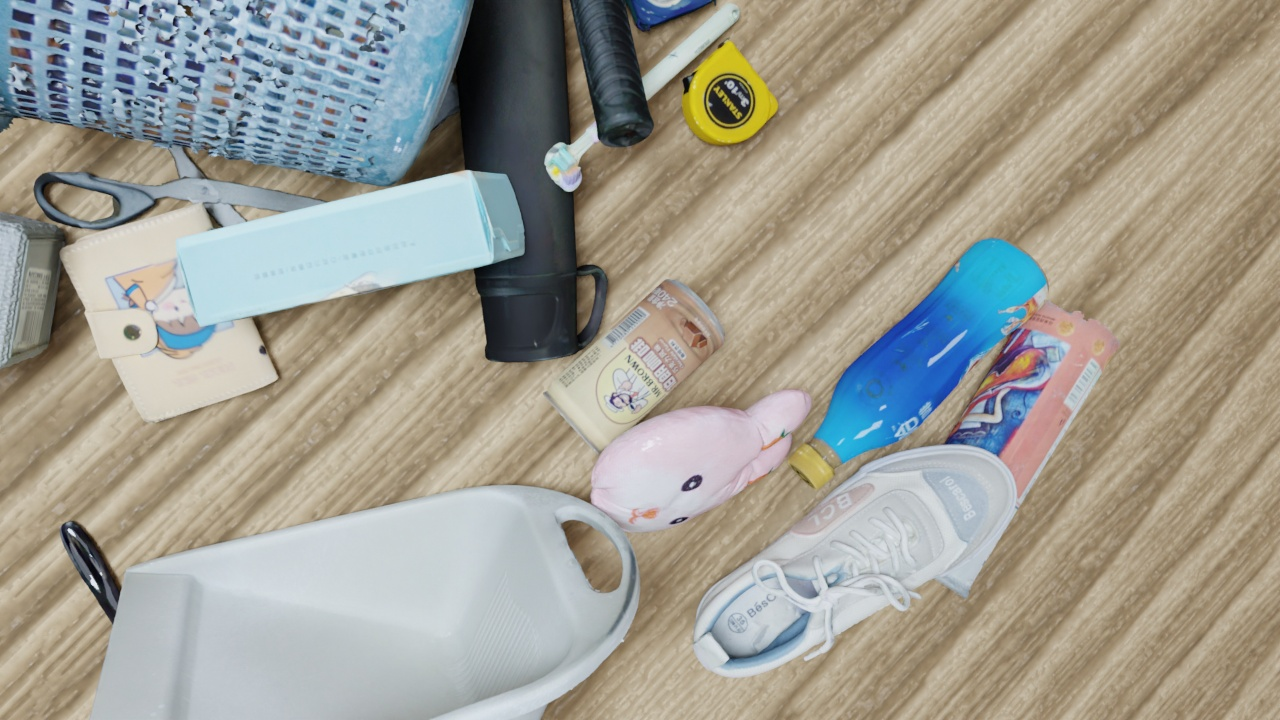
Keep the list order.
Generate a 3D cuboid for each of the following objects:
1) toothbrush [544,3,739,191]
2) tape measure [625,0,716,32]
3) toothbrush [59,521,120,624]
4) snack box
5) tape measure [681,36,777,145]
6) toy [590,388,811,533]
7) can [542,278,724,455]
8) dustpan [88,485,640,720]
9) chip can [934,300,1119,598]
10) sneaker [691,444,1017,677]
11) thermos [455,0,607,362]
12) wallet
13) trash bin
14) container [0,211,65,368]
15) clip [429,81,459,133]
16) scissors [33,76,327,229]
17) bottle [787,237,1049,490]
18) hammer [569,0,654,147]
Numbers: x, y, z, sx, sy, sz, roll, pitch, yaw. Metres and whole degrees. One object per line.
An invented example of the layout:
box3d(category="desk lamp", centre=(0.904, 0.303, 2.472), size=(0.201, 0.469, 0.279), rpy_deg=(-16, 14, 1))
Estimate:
box3d(category="toothbrush", centre=(0.007, -0.171, 0.574), size=(0.189, 0.020, 0.029), rpy_deg=(-48, 130, -26))
box3d(category="tape measure", centre=(0.015, -0.245, 0.593), size=(0.058, 0.025, 0.054), rpy_deg=(-26, 101, -14))
box3d(category="toothbrush", centre=(-0.312, 0.179, 0.573), size=(0.015, 0.018, 0.181), rpy_deg=(-26, 100, -4))
box3d(category="snack box", centre=(-0.157, -0.063, 0.512), size=(0.175, 0.074, 0.051), rpy_deg=(-11, 98, 8))
box3d(category="tape measure", centre=(0.056, -0.172, 0.610), size=(0.057, 0.029, 0.060), rpy_deg=(-45, 105, -6))
box3d(category="toy", centre=(0.041, 0.065, 0.606), size=(0.159, 0.121, 0.054), rpy_deg=(-19, 59, -19))
box3d(category="can", centre=(-0.004, 0.004, 0.603), size=(0.116, 0.058, 0.058), rpy_deg=(-43, 105, -6))
box3d(category="dustpan", centre=(-0.142, 0.137, 0.510), size=(0.257, 0.222, 0.143), rpy_deg=(16, 105, -26))
box3d(category="chip can", centre=(0.262, 0.063, 0.671), size=(0.071, 0.071, 0.214), rpy_deg=(33, 88, -16))
box3d(category="sneaker", centre=(0.135, 0.131, 0.604), size=(0.242, 0.090, 0.089), rpy_deg=(-34, 78, 9))
box3d(category="thermos", centre=(-0.068, -0.124, 0.573), size=(0.089, 0.069, 0.242), rpy_deg=(-12, 103, -41))
box3d(category="wallet", centre=(-0.280, -0.026, 0.545), size=(0.087, 0.024, 0.115), rpy_deg=(-20, 111, -12))
box3d(category="trash bin", centre=(-0.194, -0.186, 0.456), size=(0.195, 0.227, 0.226), rpy_deg=(17, 93, -25))
box3d(category="container", centre=(-0.384, -0.046, 0.488), size=(0.114, 0.090, 0.090), rpy_deg=(11, 95, -18))
box3d(category="clip", centre=(-0.134, -0.152, 0.572), size=(0.058, 0.043, 0.027), rpy_deg=(-45, 104, -9))
box3d(category="scissors", centre=(-0.266, -0.106, 0.549), size=(0.180, 0.014, 0.159), rpy_deg=(-12, 102, -15))
box3d(category="bottle", centre=(0.191, 0.006, 0.649), size=(0.218, 0.065, 0.065), rpy_deg=(-43, 105, -5))
box3d(category="hammer", centre=(-0.037, -0.266, 0.522), size=(0.128, 0.033, 0.300), rpy_deg=(-6, 79, -30))
